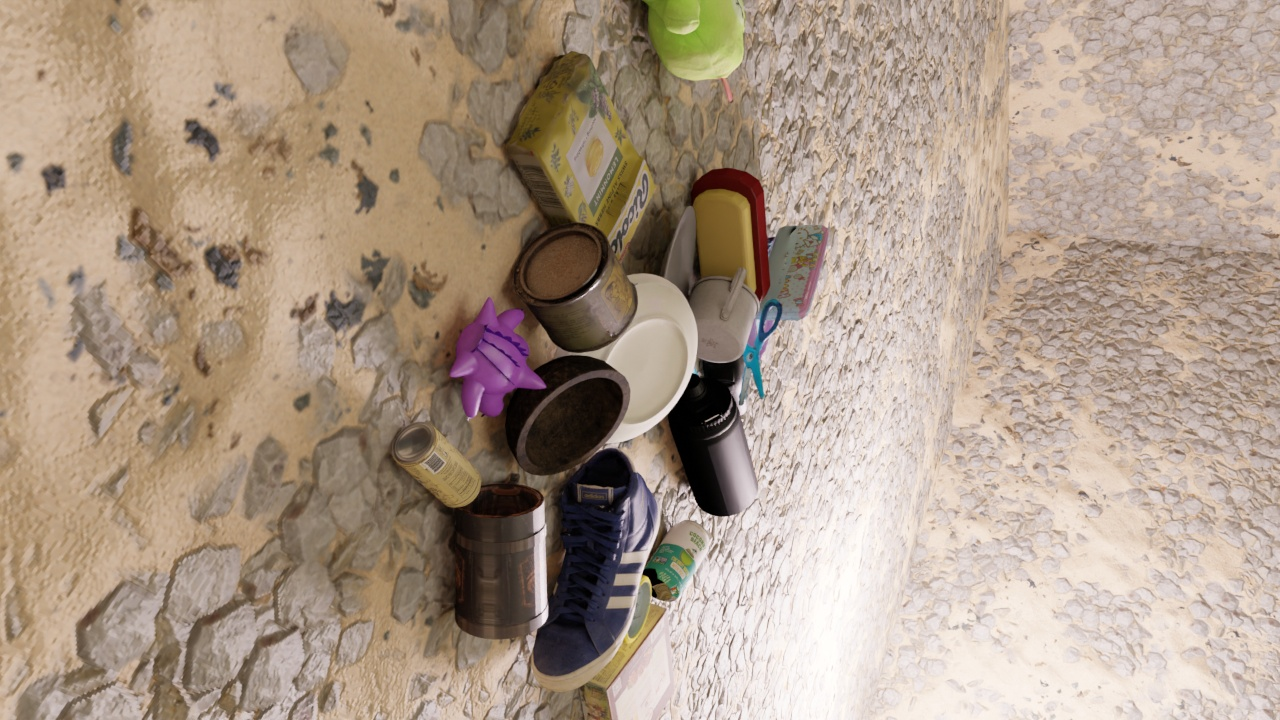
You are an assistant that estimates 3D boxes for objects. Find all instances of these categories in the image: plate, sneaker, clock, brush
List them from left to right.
[{"bbox_3d":[-0.049,0.195,0.906,0.232,0.091,0.118,-60,151,-34],"label":"sneaker"},{"bbox_3d":[-0.031,0.266,0.999,0.118,0.057,0.083,24,79,-68],"label":"clock"},{"bbox_3d":[-0.005,0.005,0.912,0.181,0.034,0.182,-20,123,-34],"label":"plate"},{"bbox_3d":[0.035,-0.082,1.014,0.178,0.012,0.178,12,89,-79],"label":"plate"},{"bbox_3d":[0.104,-0.138,1.082,0.041,0.082,0.174,-49,139,-44],"label":"brush"}]

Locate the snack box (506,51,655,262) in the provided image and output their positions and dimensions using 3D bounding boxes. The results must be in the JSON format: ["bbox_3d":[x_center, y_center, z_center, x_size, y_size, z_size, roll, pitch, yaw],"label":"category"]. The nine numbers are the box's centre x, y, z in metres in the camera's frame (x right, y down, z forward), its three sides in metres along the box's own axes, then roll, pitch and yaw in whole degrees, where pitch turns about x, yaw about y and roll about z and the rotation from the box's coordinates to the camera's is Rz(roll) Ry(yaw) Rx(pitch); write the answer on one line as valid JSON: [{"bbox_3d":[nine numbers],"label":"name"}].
[{"bbox_3d":[-0.048,-0.173,0.828,0.121,0.045,0.181,-66,150,-24],"label":"snack box"}]

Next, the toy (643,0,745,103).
[{"bbox_3d":[0.047,-0.350,0.894,0.197,0.107,0.150,74,14,-55],"label":"toy"}]

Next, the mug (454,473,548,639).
[{"bbox_3d":[-0.118,0.164,0.798,0.115,0.080,0.107,-85,176,-75],"label":"mug"}]

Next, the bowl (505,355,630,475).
[{"bbox_3d":[-0.074,0.040,0.827,0.121,0.056,0.121,-28,144,-24],"label":"bowl"}]

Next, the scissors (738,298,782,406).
[{"bbox_3d":[0.140,-0.013,1.093,0.013,0.118,0.139,20,44,-32],"label":"scissors"}]

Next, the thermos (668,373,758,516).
[{"bbox_3d":[0.088,0.101,1.133,0.085,0.086,0.199,-59,146,-34],"label":"thermos"}]

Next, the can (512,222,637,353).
[{"bbox_3d":[-0.057,-0.064,0.802,0.089,0.090,0.074,-66,149,-24],"label":"can"}]

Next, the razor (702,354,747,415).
[{"bbox_3d":[0.119,0.024,1.210,0.151,0.054,0.067,64,32,-56],"label":"razor"}]

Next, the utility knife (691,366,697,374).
[{"bbox_3d":[0.080,0.050,1.180,0.167,0.015,0.022,64,15,-51],"label":"utility knife"}]

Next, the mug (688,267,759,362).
[{"bbox_3d":[0.095,-0.055,1.066,0.113,0.084,0.070,115,-3,-57],"label":"mug"}]

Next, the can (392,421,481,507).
[{"bbox_3d":[-0.158,0.083,0.720,0.038,0.038,0.079,-65,149,-25],"label":"can"}]

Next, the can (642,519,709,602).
[{"bbox_3d":[0.044,0.247,1.137,0.101,0.055,0.055,-48,139,-45],"label":"can"}]

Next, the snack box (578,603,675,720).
[{"bbox_3d":[-0.012,0.389,1.096,0.142,0.041,0.147,-43,135,-48],"label":"snack box"}]

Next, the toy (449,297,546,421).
[{"bbox_3d":[-0.118,-0.001,0.746,0.088,0.056,0.105,50,57,-51],"label":"toy"}]

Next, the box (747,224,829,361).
[{"bbox_3d":[0.198,-0.092,1.223,0.213,0.091,0.090,-66,151,-47],"label":"box"}]
